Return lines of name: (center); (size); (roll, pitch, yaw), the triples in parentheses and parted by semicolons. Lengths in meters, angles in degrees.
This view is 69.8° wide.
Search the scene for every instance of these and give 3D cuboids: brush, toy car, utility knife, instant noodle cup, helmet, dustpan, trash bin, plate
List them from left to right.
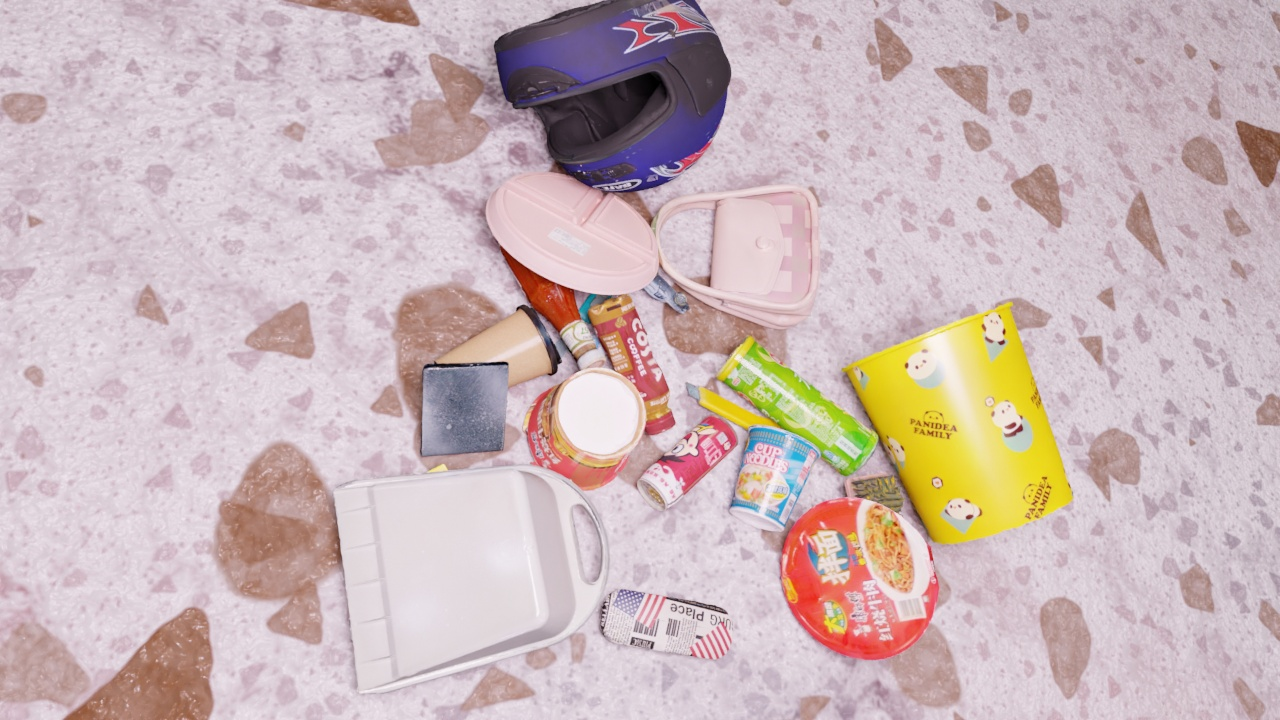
dustpan: (-0.171, 0.222, 1.006); (0.258, 0.142, 0.222); (-14, 74, 6)
plate: (-0.079, -0.167, 1.149); (0.229, 0.028, 0.229); (17, 39, -15)
instant noodle cup: (-0.059, 0.075, 1.079); (0.137, 0.109, 0.137); (7, 69, -17)
utility knife: (-0.053, -0.080, 1.190); (0.029, 0.013, 0.217); (36, 64, -4)
helmet: (-0.024, -0.330, 1.154); (0.314, 0.248, 0.240); (-41, 120, -46)
toy car: (0.028, -0.095, 1.209); (0.090, 0.043, 0.034); (43, 90, 3)
utility knife: (0.131, 0.073, 1.197); (0.171, 0.015, 0.033); (28, 44, -7)
instant noodle cup: (0.162, 0.150, 1.141); (0.099, 0.099, 0.109); (25, 72, -9)
instant noodle cup: (0.270, 0.257, 1.106); (0.065, 0.194, 0.193); (-3, 68, -55)
brush: (0.303, 0.219, 1.173); (0.063, 0.073, 0.145); (-6, 77, -21)
trash bin: (0.415, 0.085, 1.186); (0.229, 0.230, 0.255); (-18, 84, -24)

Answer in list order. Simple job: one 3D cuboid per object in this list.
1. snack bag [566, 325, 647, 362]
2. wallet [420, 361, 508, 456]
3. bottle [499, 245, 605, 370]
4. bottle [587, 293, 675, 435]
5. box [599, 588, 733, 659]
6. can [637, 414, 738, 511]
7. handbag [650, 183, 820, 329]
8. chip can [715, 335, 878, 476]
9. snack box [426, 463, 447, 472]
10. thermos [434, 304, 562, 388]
snack bag: (-0.042, -0.026, 1.166); (0.104, 0.026, 0.048); (-31, 89, -27)
wallet: (-0.201, 0.056, 1.044); (0.097, 0.121, 0.019); (-3, 30, -21)
bottle: (-0.105, -0.075, 1.126); (0.059, 0.060, 0.206); (-22, 68, -25)
bottle: (-0.007, 0.007, 1.133); (0.057, 0.058, 0.175); (-27, 98, -25)
box: (0.031, 0.307, 1.067); (0.164, 0.051, 0.068); (17, 56, -14)
can: (0.059, 0.125, 1.131); (0.132, 0.053, 0.053); (-39, 87, -26)
handbag: (0.126, -0.152, 1.250); (0.234, 0.093, 0.193); (8, 68, -7)
chip can: (0.204, 0.060, 1.187); (0.221, 0.073, 0.072); (38, 63, 2)
snack box: (-0.226, 0.196, 1.020); (0.086, 0.034, 0.140); (-26, 79, -26)
thermos: (-0.166, -0.003, 1.087); (0.143, 0.093, 0.093); (-27, 81, -17)
